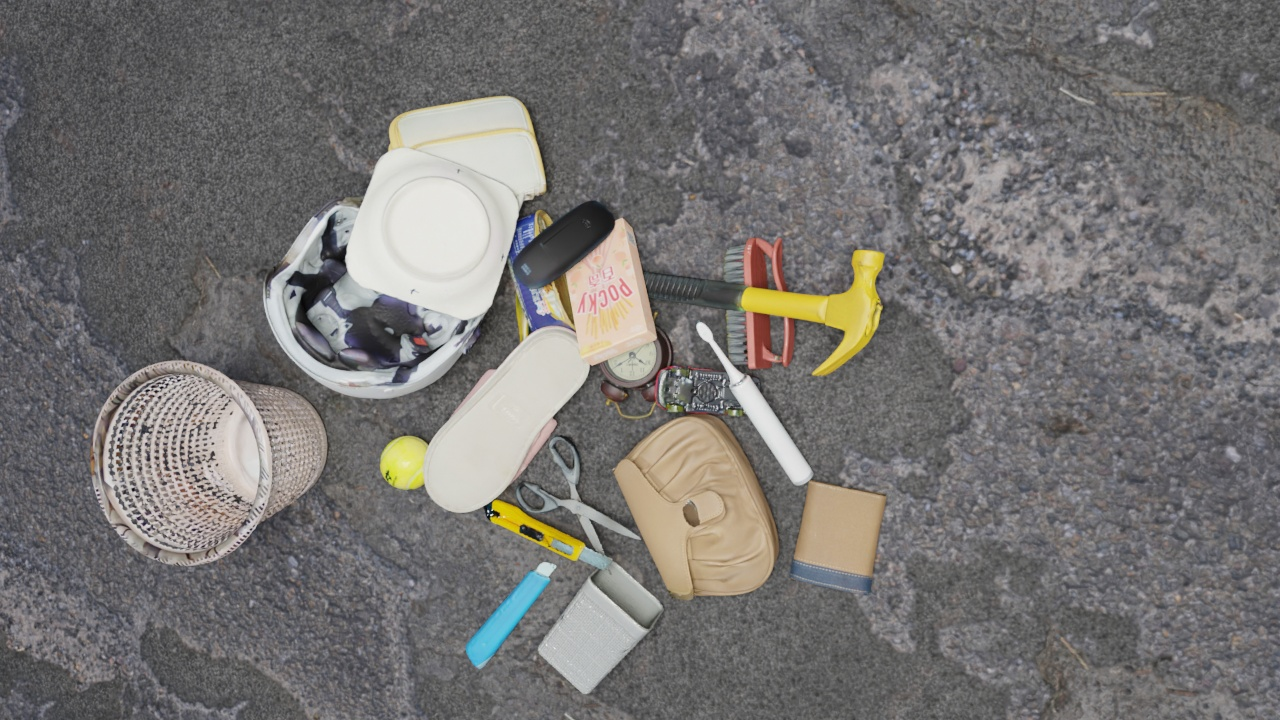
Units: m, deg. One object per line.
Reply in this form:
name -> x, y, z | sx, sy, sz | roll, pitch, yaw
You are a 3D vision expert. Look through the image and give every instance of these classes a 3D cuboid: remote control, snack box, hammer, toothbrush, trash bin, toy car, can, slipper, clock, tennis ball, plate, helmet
remote control -> -0.083, -0.132, 1.020 | 0.136, 0.024, 0.053 | -42, 89, -19
snack box -> -0.038, -0.079, 1.036 | 0.085, 0.026, 0.157 | -22, 60, 18
hammer -> 0.111, -0.065, 0.972 | 0.301, 0.032, 0.129 | 12, 97, 38
toothbrush -> 0.122, 0.046, 1.001 | 0.027, 0.026, 0.221 | -34, 106, 5
trash bin -> -0.488, 0.111, 1.093 | 0.228, 0.192, 0.227 | 0, 92, 12
toy car -> 0.074, 0.035, 1.026 | 0.120, 0.045, 0.053 | 6, 92, -13
can -> -0.113, -0.097, 1.066 | 0.049, 0.074, 0.148 | -19, 86, 16
slipper -> -0.158, 0.068, 1.078 | 0.114, 0.054, 0.275 | 34, 107, -15
clock -> -0.006, 0.006, 1.053 | 0.082, 0.055, 0.122 | -1, 89, 12
tennis ball -> -0.282, 0.124, 1.114 | 0.065, 0.065, 0.065 | 0, 92, 12
plate -> -0.219, -0.138, 0.980 | 0.164, 0.034, 0.163 | 18, 81, -15
helmet -> -0.290, -0.064, 1.062 | 0.229, 0.146, 0.258 | 37, 64, 2

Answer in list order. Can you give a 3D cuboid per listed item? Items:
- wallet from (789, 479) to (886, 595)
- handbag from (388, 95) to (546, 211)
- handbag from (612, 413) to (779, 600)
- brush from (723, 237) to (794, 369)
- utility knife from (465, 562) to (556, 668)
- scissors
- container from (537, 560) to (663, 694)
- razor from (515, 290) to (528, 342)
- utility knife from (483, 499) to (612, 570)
wallet -> 0.220, 0.197, 1.022 | 0.090, 0.033, 0.115 | 10, 93, 10
handbag -> -0.187, -0.205, 1.036 | 0.163, 0.063, 0.178 | -15, 76, -18
handbag -> 0.062, 0.166, 1.020 | 0.148, 0.099, 0.204 | -27, 84, 16
brush -> 0.133, -0.064, 1.017 | 0.069, 0.063, 0.146 | -4, 89, 25
utility knife -> -0.157, 0.306, 1.116 | 0.034, 0.018, 0.162 | 40, 97, 5
scissors -> -0.076, 0.167, 1.074 | 0.179, 0.014, 0.159 | -3, 84, 27
container -> -0.048, 0.309, 1.057 | 0.090, 0.090, 0.114 | 40, 102, 9
razor -> -0.136, -0.042, 1.098 | 0.043, 0.028, 0.132 | -3, 89, 16
utility knife -> -0.113, 0.204, 1.075 | 0.192, 0.015, 0.033 | 18, 113, 30
